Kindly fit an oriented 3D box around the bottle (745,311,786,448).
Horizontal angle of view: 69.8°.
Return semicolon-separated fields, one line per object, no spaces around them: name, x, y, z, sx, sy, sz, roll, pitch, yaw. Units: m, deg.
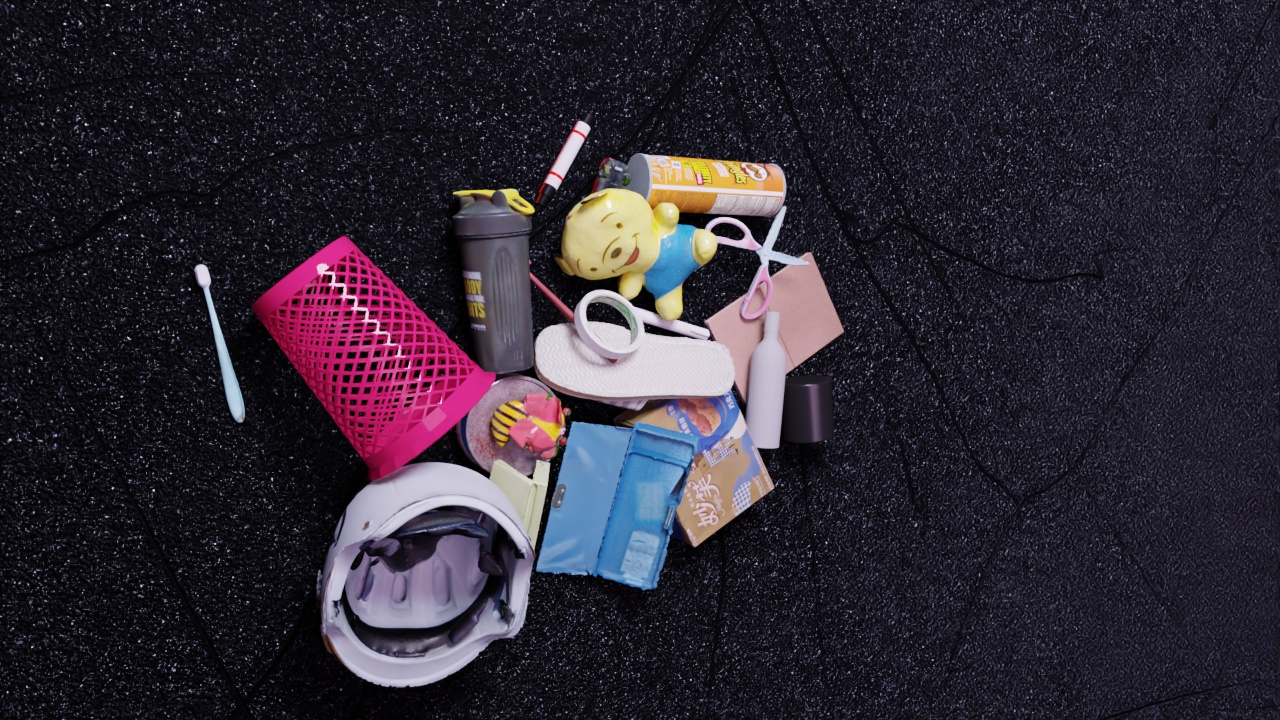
bottle;0.183;0.027;1.332;0.052;0.052;0.195;2;95;-28

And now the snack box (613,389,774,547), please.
snack box;0.077;0.132;1.289;0.154;0.069;0.203;-32;109;-21

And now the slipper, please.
slipper;-0.007;0.007;1.214;0.272;0.054;0.114;6;64;-13

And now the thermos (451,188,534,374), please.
thermos;-0.174;-0.098;1.124;0.098;0.098;0.221;-10;103;-27

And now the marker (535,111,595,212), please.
marker;-0.100;-0.255;1.185;0.019;0.019;0.145;32;80;-27

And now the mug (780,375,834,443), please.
mug;0.257;0.068;1.381;0.113;0.078;0.088;-17;104;-53

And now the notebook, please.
notebook;0.204;-0.050;1.372;0.208;0.008;0.141;-34;109;-21

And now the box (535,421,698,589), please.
box;-0.033;0.189;1.215;0.176;0.047;0.232;12;110;-12

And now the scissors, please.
scissors;0.160;-0.142;1.296;0.172;0.013;0.171;14;112;-20

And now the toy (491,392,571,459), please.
toy;-0.132;0.079;1.138;0.103;0.046;0.084;4;106;-23

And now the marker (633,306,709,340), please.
marker;0.039;-0.052;1.278;0.133;0.020;0.017;16;84;-28

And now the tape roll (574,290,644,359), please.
tape roll;-0.040;-0.046;1.173;0.093;0.018;0.093;17;53;-25

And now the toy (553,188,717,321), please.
toy;-0.011;-0.148;1.193;0.213;0.084;0.149;17;121;-30

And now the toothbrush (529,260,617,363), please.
toothbrush;-0.095;-0.068;1.173;0.190;0.016;0.016;45;64;-1

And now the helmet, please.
helmet;-0.256;0.235;1.069;0.236;0.163;0.264;7;114;-26

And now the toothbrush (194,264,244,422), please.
toothbrush;-0.467;-0.017;1.019;0.016;0.017;0.181;-15;103;-26

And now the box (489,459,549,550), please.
box;-0.155;0.220;1.148;0.090;0.077;0.188;7;109;-26

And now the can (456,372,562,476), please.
can;-0.166;0.082;1.170;0.129;0.044;0.130;-3;96;-28

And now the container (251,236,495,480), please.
container;-0.305;-0.012;1.026;0.183;0.183;0.226;-43;105;-18

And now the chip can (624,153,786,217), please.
chip can;0.090;-0.238;1.255;0.214;0.075;0.075;-2;96;-27

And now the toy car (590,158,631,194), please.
toy car;-0.046;-0.220;1.207;0.042;0.036;0.091;13;100;-30
